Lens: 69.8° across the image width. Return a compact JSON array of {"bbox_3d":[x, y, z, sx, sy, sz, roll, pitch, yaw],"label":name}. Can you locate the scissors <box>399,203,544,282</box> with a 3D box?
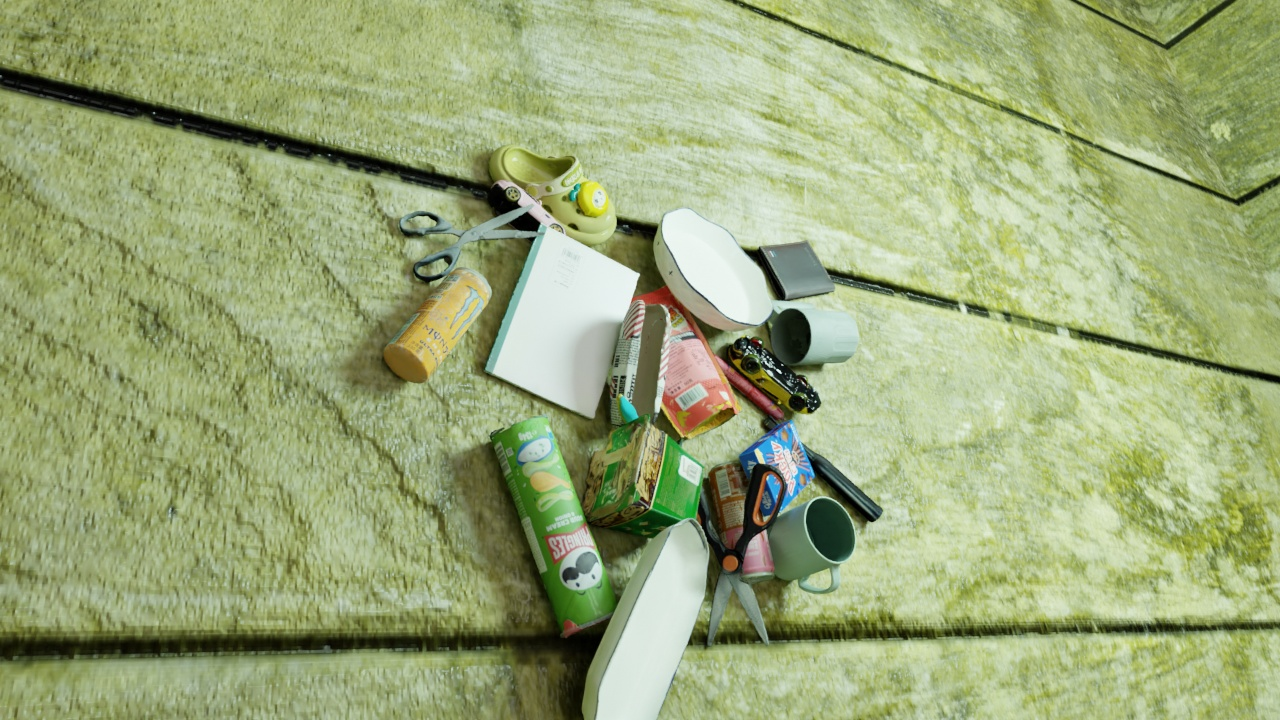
[{"bbox_3d":[-0.210,-0.151,1.118,0.159,0.014,0.171,27,65,-2],"label":"scissors"}]

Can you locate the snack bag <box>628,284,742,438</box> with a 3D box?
[{"bbox_3d":[0.043,-0.003,1.205,0.128,0.073,0.207,-22,72,-31],"label":"snack bag"}]

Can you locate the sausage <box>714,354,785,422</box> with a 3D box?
[{"bbox_3d":[0.144,0.036,1.277,0.156,0.020,0.020,39,50,-10],"label":"sausage"}]

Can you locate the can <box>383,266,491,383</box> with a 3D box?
[{"bbox_3d":[-0.229,-0.042,1.046,0.058,0.058,0.145,39,51,-10],"label":"can"}]

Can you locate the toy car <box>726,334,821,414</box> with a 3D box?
[{"bbox_3d":[0.188,0.024,1.290,0.156,0.041,0.071,37,30,-8],"label":"toy car"}]

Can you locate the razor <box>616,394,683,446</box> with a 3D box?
[{"bbox_3d":[0.006,0.081,1.095,0.132,0.028,0.043,47,49,-37],"label":"razor"}]

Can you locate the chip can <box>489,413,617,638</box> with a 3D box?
[{"bbox_3d":[-0.095,0.179,1.006,0.072,0.072,0.236,-12,72,-37],"label":"chip can"}]

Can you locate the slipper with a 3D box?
[{"bbox_3d":[-0.109,-0.228,1.214,0.190,0.082,0.091,33,54,-11],"label":"slipper"}]

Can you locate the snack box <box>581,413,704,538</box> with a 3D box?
[{"bbox_3d":[0.010,0.146,1.067,0.105,0.118,0.118,28,56,-24],"label":"snack box"}]

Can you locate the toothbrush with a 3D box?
[{"bbox_3d":[0.254,0.149,1.283,0.212,0.026,0.027,41,83,-5],"label":"toothbrush"}]

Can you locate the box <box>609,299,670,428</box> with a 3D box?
[{"bbox_3d":[-0.015,0.005,1.132,0.079,0.074,0.163,11,86,-41],"label":"box"}]

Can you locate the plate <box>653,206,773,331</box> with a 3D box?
[{"bbox_3d":[0.098,-0.122,1.285,0.204,0.046,0.204,30,38,-27],"label":"plate"}]

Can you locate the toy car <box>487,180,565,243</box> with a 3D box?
[{"bbox_3d":[-0.144,-0.184,1.183,0.122,0.056,0.037,41,57,-9],"label":"toy car"}]

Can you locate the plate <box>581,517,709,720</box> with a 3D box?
[{"bbox_3d":[0.005,0.292,0.983,0.265,0.034,0.162,-63,147,-30],"label":"plate"}]

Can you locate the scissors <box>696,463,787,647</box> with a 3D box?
[{"bbox_3d":[0.104,0.221,1.104,0.224,0.021,0.221,33,89,24],"label":"scissors"}]

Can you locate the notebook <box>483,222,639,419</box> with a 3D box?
[{"bbox_3d":[-0.093,-0.050,1.138,0.150,0.012,0.208,26,68,-21],"label":"notebook"}]

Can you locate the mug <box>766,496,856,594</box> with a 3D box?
[{"bbox_3d":[0.209,0.239,1.149,0.082,0.107,0.111,-5,68,-36],"label":"mug"}]

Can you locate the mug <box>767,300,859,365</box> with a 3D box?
[{"bbox_3d":[0.248,-0.048,1.359,0.103,0.084,0.124,0,41,-35],"label":"mug"}]

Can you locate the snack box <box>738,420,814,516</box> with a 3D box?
[{"bbox_3d":[0.180,0.138,1.195,0.156,0.026,0.084,-23,91,-61],"label":"snack box"}]

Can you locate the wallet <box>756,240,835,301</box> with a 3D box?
[{"bbox_3d":[0.244,-0.142,1.440,0.122,0.020,0.096,-12,72,-39],"label":"wallet"}]

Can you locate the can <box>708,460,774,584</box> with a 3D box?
[{"bbox_3d":[0.126,0.203,1.147,0.057,0.058,0.147,5,63,-32],"label":"can"}]
